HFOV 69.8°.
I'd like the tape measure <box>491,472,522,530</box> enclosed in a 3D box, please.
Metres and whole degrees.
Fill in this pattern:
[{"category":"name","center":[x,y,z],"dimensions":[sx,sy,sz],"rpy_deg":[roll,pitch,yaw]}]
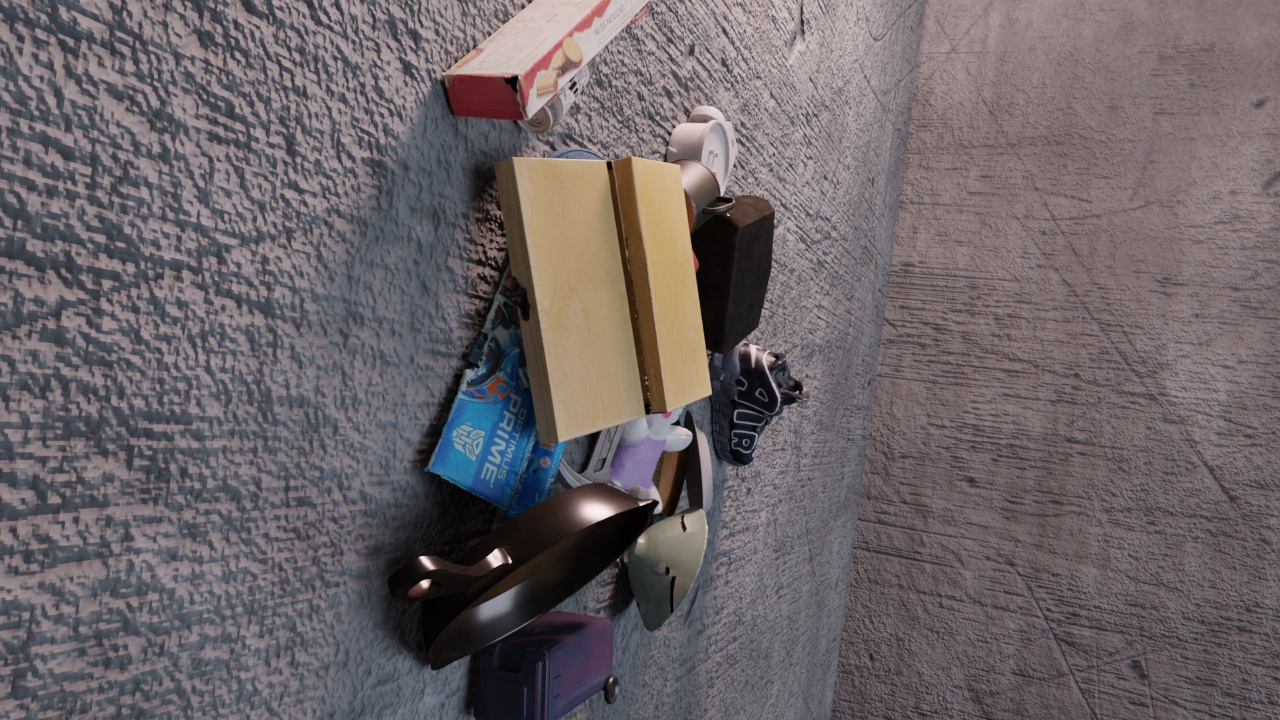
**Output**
[{"category":"tape measure","center":[-0.122,0.148,0.917],"dimensions":[0.064,0.017,0.064],"rpy_deg":[57,45,-57]}]

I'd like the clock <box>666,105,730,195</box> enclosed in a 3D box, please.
[{"category":"clock","center":[0.086,-0.271,1.217],"dimensions":[0.158,0.061,0.120],"rpy_deg":[-50,141,-49]}]

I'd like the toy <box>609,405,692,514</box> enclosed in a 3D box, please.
[{"category":"toy","center":[0.001,0.073,1.086],"dimensions":[0.137,0.086,0.209],"rpy_deg":[19,85,-45]}]

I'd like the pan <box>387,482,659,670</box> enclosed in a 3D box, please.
[{"category":"pan","center":[-0.111,0.167,0.749],"dimensions":[0.249,0.043,0.356],"rpy_deg":[-38,160,4]}]

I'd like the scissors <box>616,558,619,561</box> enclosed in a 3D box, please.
[{"category":"scissors","center":[-0.047,0.236,1.130],"dimensions":[0.134,0.016,0.073],"rpy_deg":[59,39,-63]}]

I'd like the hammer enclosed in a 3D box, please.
[{"category":"hammer","center":[-0.006,0.006,1.005],"dimensions":[0.036,0.126,0.315],"rpy_deg":[-30,-143,66]}]

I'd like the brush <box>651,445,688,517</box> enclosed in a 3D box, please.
[{"category":"brush","center":[0.037,0.154,1.259],"dimensions":[0.049,0.039,0.117],"rpy_deg":[34,67,-64]}]

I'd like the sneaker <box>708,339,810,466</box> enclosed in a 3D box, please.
[{"category":"sneaker","center":[0.196,0.071,1.459],"dimensions":[0.097,0.151,0.253],"rpy_deg":[-59,148,-44]}]

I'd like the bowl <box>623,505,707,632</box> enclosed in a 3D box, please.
[{"category":"bowl","center":[0.016,0.258,1.193],"dimensions":[0.174,0.068,0.174],"rpy_deg":[-58,-167,22]}]

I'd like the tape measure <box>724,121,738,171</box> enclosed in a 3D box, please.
[{"category":"tape measure","center":[0.124,-0.309,1.345],"dimensions":[0.060,0.020,0.062],"rpy_deg":[66,38,-51]}]

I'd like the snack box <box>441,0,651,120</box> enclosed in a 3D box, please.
[{"category":"snack box","center":[-0.074,-0.292,0.825],"dimensions":[0.272,0.077,0.044],"rpy_deg":[-59,151,-44]}]

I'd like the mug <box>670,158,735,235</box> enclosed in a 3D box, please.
[{"category":"mug","center":[0.057,-0.190,1.110],"dimensions":[0.081,0.111,0.085],"rpy_deg":[-47,142,-51]}]

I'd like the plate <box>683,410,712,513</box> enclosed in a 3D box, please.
[{"category":"plate","center":[0.082,0.154,1.281],"dimensions":[0.173,0.019,0.173],"rpy_deg":[174,-88,-85]}]

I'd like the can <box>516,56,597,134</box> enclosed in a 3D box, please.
[{"category":"can","center":[-0.079,-0.258,0.861],"dimensions":[0.044,0.044,0.106],"rpy_deg":[73,33,-44]}]

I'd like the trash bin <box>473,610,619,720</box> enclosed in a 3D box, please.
[{"category":"trash bin","center":[-0.095,0.317,0.936],"dimensions":[0.160,0.094,0.092],"rpy_deg":[4,87,-67]}]

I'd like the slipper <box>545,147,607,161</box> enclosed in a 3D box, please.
[{"category":"slipper","center":[-0.042,-0.154,0.963],"dimensions":[0.213,0.059,0.103],"rpy_deg":[19,72,-54]}]

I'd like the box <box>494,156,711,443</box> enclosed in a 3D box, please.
[{"category":"box","center":[-0.023,-0.066,0.881],"dimensions":[0.256,0.076,0.247],"rpy_deg":[-13,95,-50]}]

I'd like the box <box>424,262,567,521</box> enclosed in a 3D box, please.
[{"category":"box","center":[-0.093,0.036,0.859],"dimensions":[0.167,0.075,0.243],"rpy_deg":[59,39,-50]}]

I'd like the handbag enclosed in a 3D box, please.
[{"category":"handbag","center":[0.129,-0.137,1.301],"dimensions":[0.198,0.102,0.197],"rpy_deg":[-28,130,-53]}]
